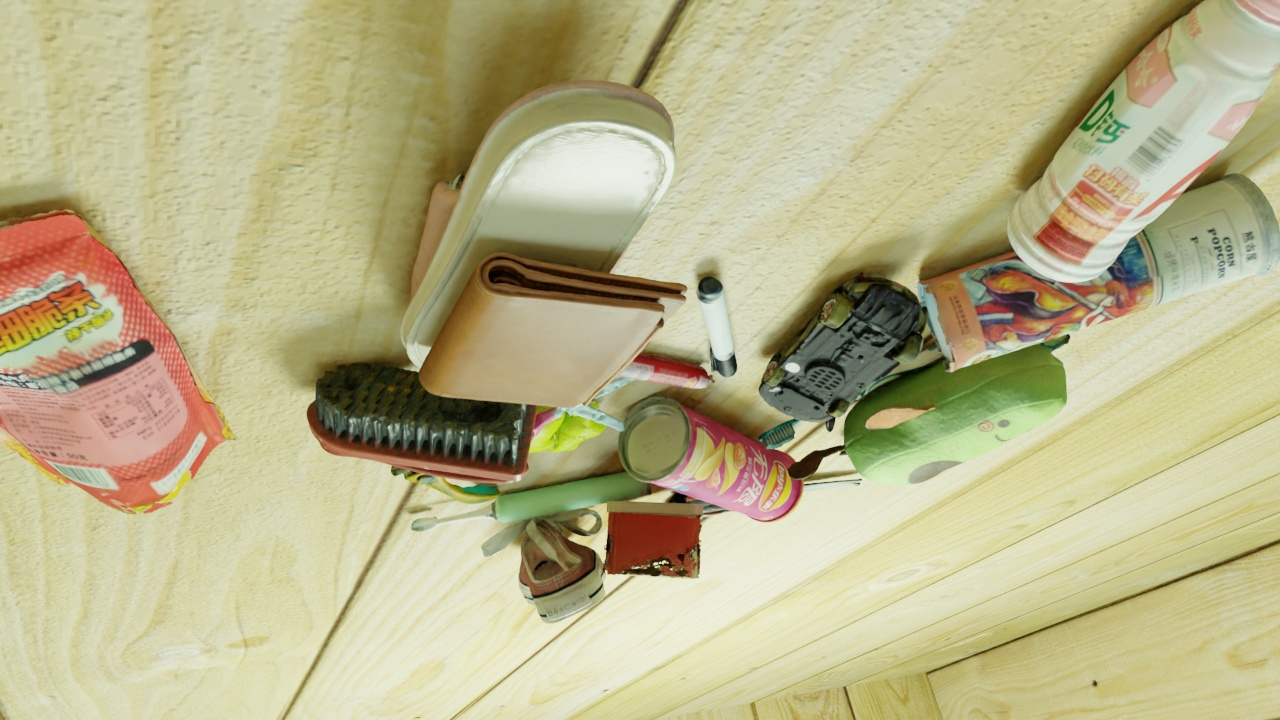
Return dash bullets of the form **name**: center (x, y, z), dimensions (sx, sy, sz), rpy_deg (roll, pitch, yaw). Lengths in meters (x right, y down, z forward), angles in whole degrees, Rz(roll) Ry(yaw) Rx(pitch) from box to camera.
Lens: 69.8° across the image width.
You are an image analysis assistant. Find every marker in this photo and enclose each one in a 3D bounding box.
- **marker**: center (0.053, -0.020, 0.639), dimensions (0.023, 0.018, 0.131), rpy_deg (-8, 154, 8)

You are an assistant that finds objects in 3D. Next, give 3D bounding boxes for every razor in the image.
- **razor**: center (-0.153, 0.103, 0.770), dimensions (0.043, 0.028, 0.132), rpy_deg (-24, 153, 12)

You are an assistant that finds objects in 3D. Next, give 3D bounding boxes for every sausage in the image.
- **sausage**: center (-0.004, 0.004, 0.656), dimensions (0.155, 0.020, 0.020), rpy_deg (12, 143, -40)

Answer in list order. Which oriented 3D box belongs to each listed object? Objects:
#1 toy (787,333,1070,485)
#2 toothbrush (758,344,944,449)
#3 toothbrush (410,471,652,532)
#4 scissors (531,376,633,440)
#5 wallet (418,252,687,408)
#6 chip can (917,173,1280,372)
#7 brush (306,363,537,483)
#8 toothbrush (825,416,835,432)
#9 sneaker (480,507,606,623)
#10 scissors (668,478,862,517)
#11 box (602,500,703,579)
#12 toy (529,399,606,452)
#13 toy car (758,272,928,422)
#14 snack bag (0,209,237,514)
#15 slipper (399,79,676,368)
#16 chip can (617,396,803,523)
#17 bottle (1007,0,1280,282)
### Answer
- **toy**: center (0.252, 0.052, 0.790), dimensions (0.226, 0.090, 0.247), rpy_deg (1, 155, -47)
- **toothbrush**: center (0.185, 0.026, 0.759), dimensions (0.192, 0.018, 0.016), rpy_deg (-27, 153, 5)
- **toothbrush**: center (-0.099, 0.132, 0.846), dimensions (0.224, 0.026, 0.027), rpy_deg (-10, -171, -8)
- **scissors**: center (-0.059, 0.036, 0.660), dimensions (0.125, 0.017, 0.133), rpy_deg (-50, 136, 10)
- **wallet**: center (-0.043, -0.008, 0.477), dimensions (0.119, 0.035, 0.131), rpy_deg (3, 156, -25)
- **chip can**: center (0.306, -0.058, 0.630), dimensions (0.215, 0.071, 0.071), rpy_deg (-19, 153, 11)
- **brush**: center (-0.144, 0.046, 0.599), dimensions (0.146, 0.063, 0.069), rpy_deg (8, 135, -2)
- **toothbrush**: center (0.163, 0.023, 0.775), dimensions (0.018, 0.015, 0.181), rpy_deg (-9, 152, 4)
- **sneaker**: center (-0.086, 0.191, 0.899), dimensions (0.118, 0.088, 0.241), rpy_deg (-22, 178, -9)
- **scissors**: center (0.141, 0.136, 0.971), dimensions (0.235, 0.021, 0.137), rpy_deg (-13, 152, 0)
- **box**: center (0.014, 0.175, 0.852), dimensions (0.091, 0.079, 0.168), rpy_deg (2, 169, 2)
- **toy**: center (-0.078, 0.052, 0.700), dimensions (0.097, 0.031, 0.100), rpy_deg (-36, 149, 27)
- **toy car**: center (0.143, -0.005, 0.672), dimensions (0.070, 0.042, 0.159), rpy_deg (27, 140, -9)
- **snack bag**: center (-0.303, 0.007, 0.484), dimensions (0.128, 0.073, 0.208), rpy_deg (-14, 148, -9)
- **slipper**: center (-0.061, -0.057, 0.476), dimensions (0.114, 0.054, 0.275), rpy_deg (1, 156, -20)
- **chip can**: center (0.067, 0.090, 0.796), dimensions (0.072, 0.071, 0.210), rpy_deg (-27, 150, 24)
- **bottle**: center (0.279, -0.126, 0.497), dimensions (0.068, 0.068, 0.197), rpy_deg (-4, 147, -18)
